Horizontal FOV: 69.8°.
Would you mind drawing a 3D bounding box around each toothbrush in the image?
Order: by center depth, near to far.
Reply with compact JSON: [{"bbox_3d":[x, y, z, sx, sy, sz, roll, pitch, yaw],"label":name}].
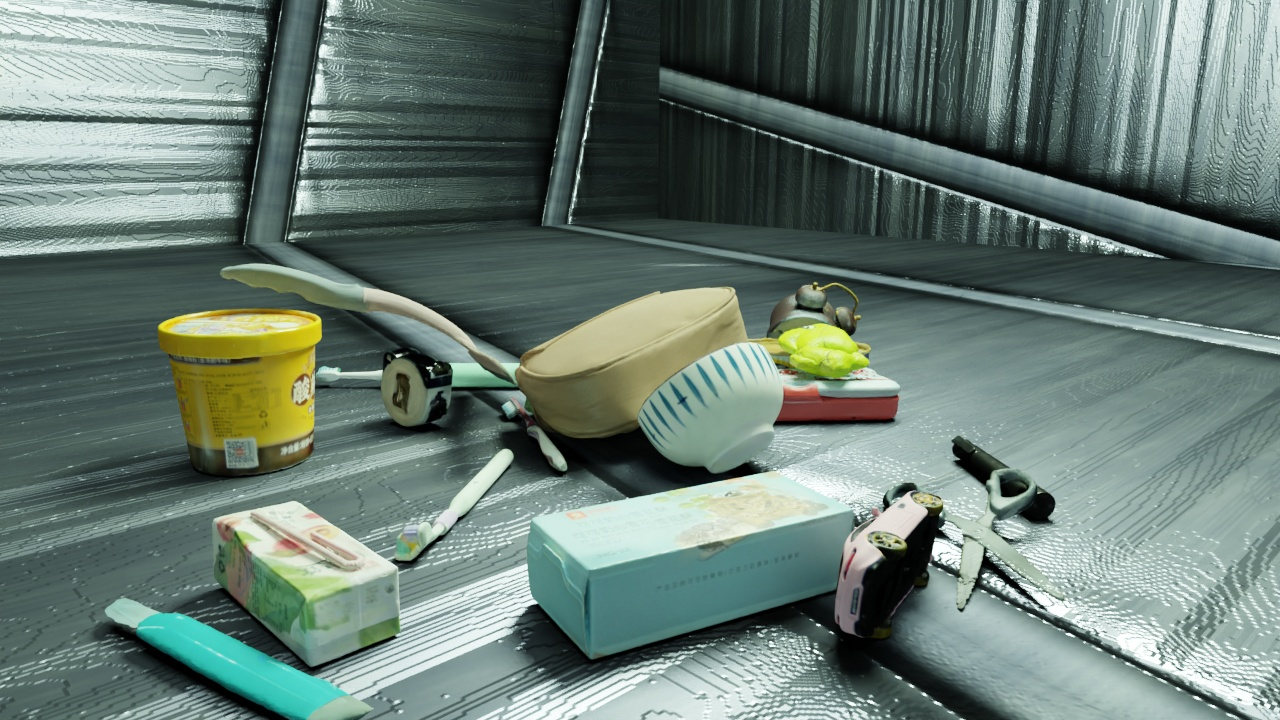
[{"bbox_3d":[-0.123,0.094,0.646,0.020,0.029,0.189,44,16,0],"label":"toothbrush"},{"bbox_3d":[-0.094,0.063,0.793,0.017,0.016,0.187,-30,22,-11],"label":"toothbrush"},{"bbox_3d":[-0.231,0.016,0.971,0.224,0.026,0.027,0,34,-1],"label":"toothbrush"}]

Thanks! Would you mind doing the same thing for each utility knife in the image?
[{"bbox_3d":[-0.202,0.142,0.441,0.187,0.013,0.029,10,14,31],"label":"utility knife"}]

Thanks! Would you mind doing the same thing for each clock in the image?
[{"bbox_3d":[0.190,-0.038,1.021,0.082,0.122,0.055,33,35,-14],"label":"clock"}]

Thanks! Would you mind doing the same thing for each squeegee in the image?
[{"bbox_3d":[-0.232,-0.043,0.795,0.249,0.040,0.248,20,-3,-16],"label":"squeegee"}]

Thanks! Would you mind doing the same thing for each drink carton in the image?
[{"bbox_3d":[-0.182,0.114,0.494,0.053,0.045,0.123,-10,17,-43],"label":"drink carton"}]

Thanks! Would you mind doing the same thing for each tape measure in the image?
[{"bbox_3d":[-0.204,0.026,0.833,0.066,0.066,0.033,17,17,34],"label":"tape measure"}]

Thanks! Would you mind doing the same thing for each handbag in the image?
[{"bbox_3d":[-0.005,0.005,0.809,0.204,0.100,0.148,-26,20,-30],"label":"handbag"}]

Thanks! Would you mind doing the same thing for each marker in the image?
[{"bbox_3d":[0.269,0.085,0.690,0.020,0.022,0.132,-31,13,3],"label":"marker"}]

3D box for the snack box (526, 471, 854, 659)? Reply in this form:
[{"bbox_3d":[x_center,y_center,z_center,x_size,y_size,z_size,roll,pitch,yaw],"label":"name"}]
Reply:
[{"bbox_3d":[0.030,0.108,0.513,0.174,0.052,0.074,-6,15,-29],"label":"snack box"}]

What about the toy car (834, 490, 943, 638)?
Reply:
[{"bbox_3d":[0.136,0.109,0.506,0.037,0.056,0.122,17,19,30],"label":"toy car"}]

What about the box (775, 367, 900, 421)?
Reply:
[{"bbox_3d":[0.143,0.028,0.885,0.201,0.047,0.086,-1,13,-3],"label":"box"}]

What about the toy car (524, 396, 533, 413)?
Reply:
[{"bbox_3d":[-0.065,0.035,0.872,0.091,0.036,0.043,-2,11,-29],"label":"toy car"}]

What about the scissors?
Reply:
[{"bbox_3d":[0.214,0.108,0.585,0.159,0.014,0.178,-22,18,-29],"label":"scissors"}]

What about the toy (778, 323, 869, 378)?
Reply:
[{"bbox_3d":[0.177,-0.009,0.890,0.097,0.031,0.099,10,25,24],"label":"toy"}]

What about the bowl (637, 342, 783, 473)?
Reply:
[{"bbox_3d":[0.063,0.045,0.713,0.116,0.117,0.066,-11,61,-40],"label":"bowl"}]

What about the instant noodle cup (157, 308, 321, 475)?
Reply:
[{"bbox_3d":[-0.314,0.024,0.733,0.118,0.114,0.118,0,12,0],"label":"instant noodle cup"}]

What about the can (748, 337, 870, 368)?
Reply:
[{"bbox_3d":[0.166,0.007,0.967,0.148,0.049,0.074,1,13,1],"label":"can"}]
